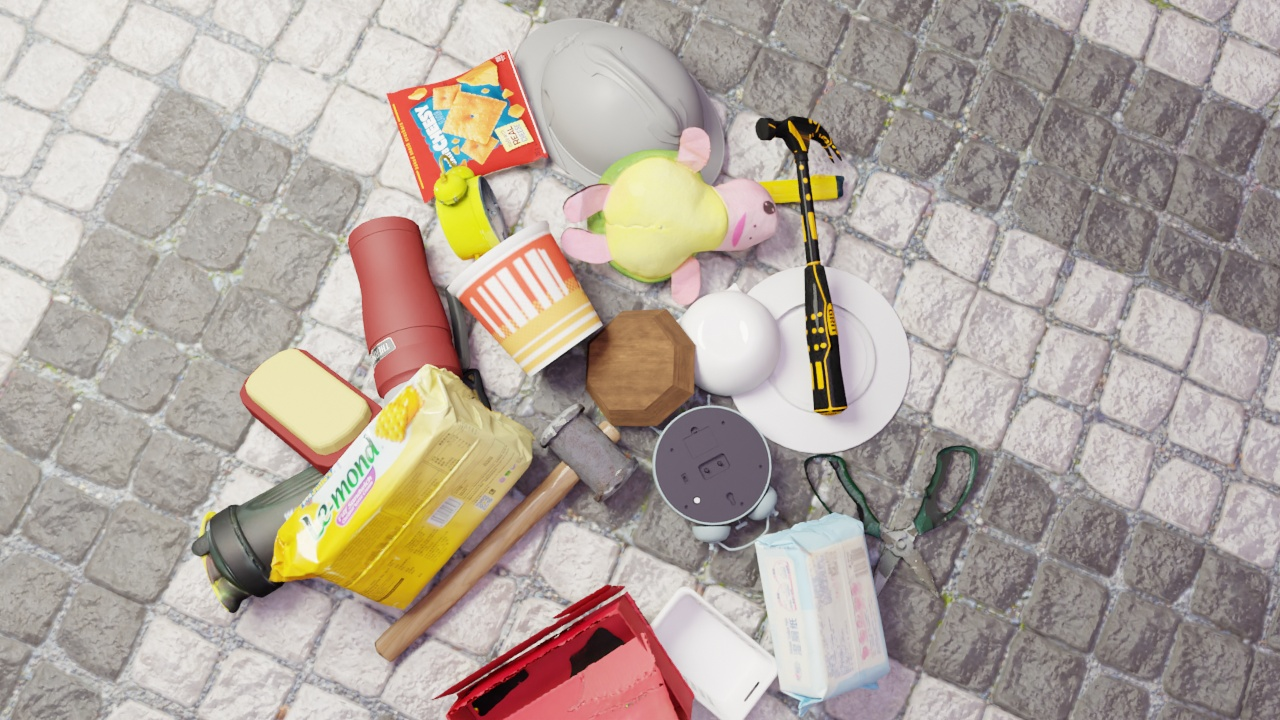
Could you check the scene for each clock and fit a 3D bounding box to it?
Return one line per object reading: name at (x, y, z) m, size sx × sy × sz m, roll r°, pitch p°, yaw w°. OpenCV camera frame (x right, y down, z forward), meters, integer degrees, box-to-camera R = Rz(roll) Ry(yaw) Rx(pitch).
clock at (0.079, 0.122, 0.963) m, size 0.122 × 0.045 × 0.159 m, roll -27°, pitch 85°, yaw -7°
clock at (-0.180, -0.161, 0.963) m, size 0.057 × 0.083 × 0.119 m, roll -18°, pitch 111°, yaw 6°

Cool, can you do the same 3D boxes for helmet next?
helmet at (-0.023, -0.288, 0.980) m, size 0.271 × 0.118 × 0.183 m, roll 42°, pitch 81°, yaw 5°

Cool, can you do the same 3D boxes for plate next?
plate at (0.194, -0.003, 1.002) m, size 0.208 × 0.015 × 0.208 m, roll 0°, pitch 82°, yaw -3°
plate at (-0.006, 0.006, 0.959) m, size 0.131 × 0.025 × 0.131 m, roll -4°, pitch 80°, yaw 22°

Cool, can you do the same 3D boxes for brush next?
brush at (-0.327, 0.045, 0.913) m, size 0.173 × 0.042 × 0.082 m, roll 31°, pitch 62°, yaw 27°

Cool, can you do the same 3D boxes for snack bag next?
snack bag at (-0.190, -0.257, 1.006) m, size 0.144 × 0.039 × 0.130 m, roll -20°, pitch 85°, yaw 0°
snack bag at (-0.217, 0.134, 0.876) m, size 0.247 × 0.159 × 0.068 m, roll -49°, pitch 50°, yaw 0°

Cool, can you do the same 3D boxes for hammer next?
hammer at (-0.143, 0.185, 0.943) m, size 0.098 × 0.052 × 0.328 m, roll 45°, pitch 85°, yaw 4°
hammer at (0.187, -0.101, 0.976) m, size 0.123 × 0.036 × 0.320 m, roll -5°, pitch 87°, yaw -41°

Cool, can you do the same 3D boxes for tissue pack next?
tissue pack at (0.183, 0.252, 0.919) m, size 0.111 × 0.070 × 0.182 m, roll -6°, pitch 85°, yaw -39°

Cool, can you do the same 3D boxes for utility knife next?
utility knife at (0.117, -0.188, 1.024) m, size 0.224 × 0.019 × 0.030 m, roll -4°, pitch 77°, yaw -5°

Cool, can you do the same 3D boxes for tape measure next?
tape measure at (-0.190, 0.045, 0.964) m, size 0.061 × 0.034 × 0.061 m, roll -22°, pitch 82°, yaw -4°

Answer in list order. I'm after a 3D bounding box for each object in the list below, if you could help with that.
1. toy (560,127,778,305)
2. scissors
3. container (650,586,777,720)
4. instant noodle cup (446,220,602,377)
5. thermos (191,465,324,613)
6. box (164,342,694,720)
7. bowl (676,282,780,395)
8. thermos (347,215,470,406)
toy at (0.034, -0.151, 0.963) m, size 0.238 × 0.087 × 0.190 m, roll -7°, pitch 115°, yaw -13°
scissors at (0.262, 0.153, 0.984) m, size 0.204 × 0.015 × 0.201 m, roll 30°, pitch 79°, yaw 0°
container at (0.067, 0.297, 0.933) m, size 0.129 × 0.049 × 0.080 m, roll 39°, pitch 81°, yaw 3°
instant noodle cup at (-0.112, -0.058, 0.947) m, size 0.123 × 0.123 × 0.121 m, roll -36°, pitch 93°, yaw -8°
thermos at (-0.329, 0.150, 0.915) m, size 0.220 × 0.098 × 0.098 m, roll -33°, pitch 85°, yaw -11°
box at (-0.156, 0.219, 0.806) m, size 0.214 × 0.171 × 0.478 m, roll -33°, pitch 127°, yaw 7°
bowl at (0.092, -0.023, 0.972) m, size 0.115 × 0.050 × 0.114 m, roll -1°, pitch 80°, yaw 7°
thermos at (-0.231, -0.043, 0.940) m, size 0.107 × 0.084 × 0.198 m, roll 0°, pitch 63°, yaw -42°
